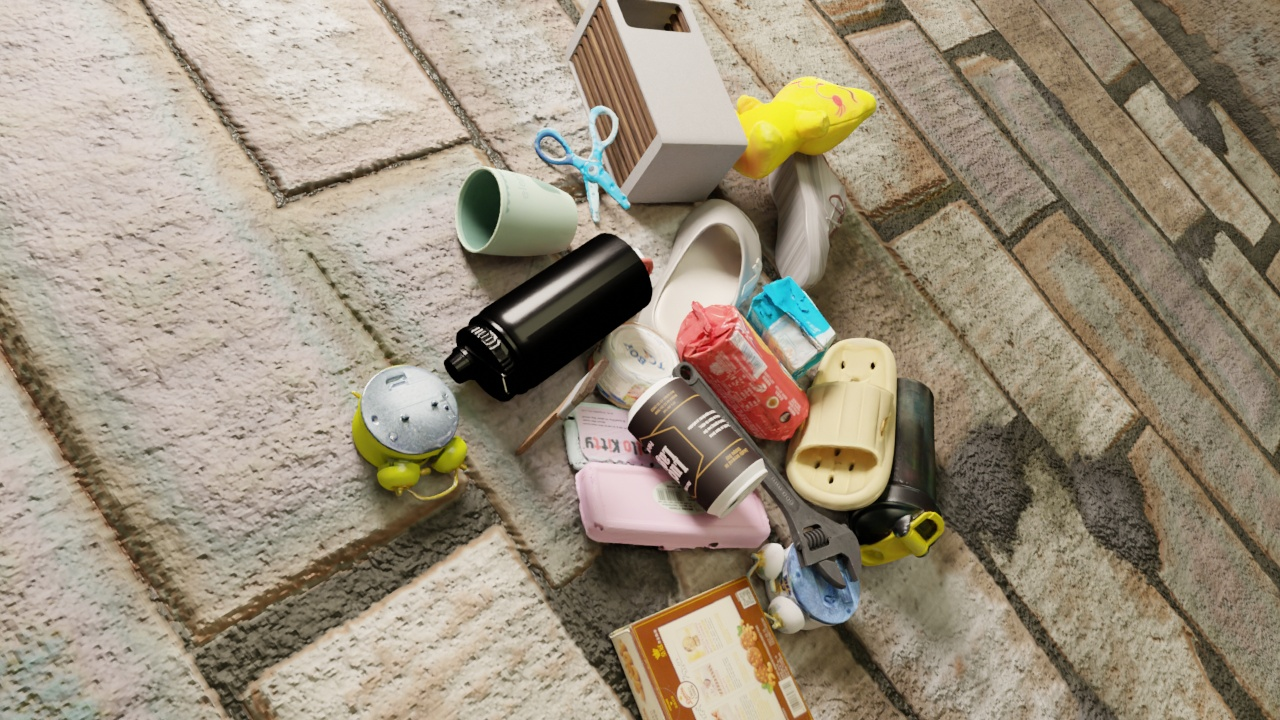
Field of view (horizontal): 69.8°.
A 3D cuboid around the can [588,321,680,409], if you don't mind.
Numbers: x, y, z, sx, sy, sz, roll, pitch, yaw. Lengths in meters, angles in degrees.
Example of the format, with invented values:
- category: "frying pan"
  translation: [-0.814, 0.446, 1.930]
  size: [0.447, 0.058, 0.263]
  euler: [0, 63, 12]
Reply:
- category: "can"
  translation: [-0.005, 0.005, 0.924]
  size: [0.086, 0.043, 0.086]
  euler: [20, 42, -19]

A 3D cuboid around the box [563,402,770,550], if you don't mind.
- category: "box"
  translation: [0.025, 0.110, 0.893]
  size: [0.201, 0.037, 0.152]
  euler: [8, 52, -29]

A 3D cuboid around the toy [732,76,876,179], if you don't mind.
- category: "toy"
  translation: [0.185, -0.281, 1.108]
  size: [0.193, 0.087, 0.134]
  euler: [-30, 39, -31]

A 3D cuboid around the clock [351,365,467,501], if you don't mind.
- category: "clock"
  translation: [-0.193, 0.062, 0.769]
  size: [0.083, 0.057, 0.119]
  euler: [-21, 75, -40]

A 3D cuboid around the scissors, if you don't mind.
- category: "scissors"
  translation: [-0.067, -0.216, 1.029]
  size: [0.118, 0.013, 0.140]
  euler: [-5, 86, -2]

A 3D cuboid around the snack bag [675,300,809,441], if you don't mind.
- category: "snack bag"
  translation: [0.106, 0.016, 0.955]
  size: [0.176, 0.083, 0.082]
  euler: [47, 46, -27]

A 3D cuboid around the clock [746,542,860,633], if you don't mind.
- category: "clock"
  translation: [0.157, 0.220, 0.901]
  size: [0.125, 0.052, 0.088]
  euler: [2, 63, -31]

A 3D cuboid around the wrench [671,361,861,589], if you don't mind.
- category: "wrench"
  translation: [0.122, 0.110, 0.899]
  size: [0.072, 0.018, 0.273]
  euler: [-36, 86, -38]

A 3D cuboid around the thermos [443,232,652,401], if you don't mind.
- category: "thermos"
  translation: [-0.088, -0.035, 0.860]
  size: [0.198, 0.086, 0.086]
  euler: [-37, 86, -29]

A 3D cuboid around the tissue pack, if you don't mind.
- category: "tissue pack"
  translation: [0.164, -0.033, 1.006]
  size: [0.061, 0.144, 0.093]
  euler: [-33, 80, -2]

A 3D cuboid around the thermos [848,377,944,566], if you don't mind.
- category: "thermos"
  translation: [0.287, 0.120, 1.018]
  size: [0.098, 0.098, 0.220]
  euler: [32, 47, -13]

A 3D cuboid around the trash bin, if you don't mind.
- category: "trash bin"
  translation: [0.014, -0.311, 1.078]
  size: [0.114, 0.115, 0.228]
  euler: [-7, 67, -31]

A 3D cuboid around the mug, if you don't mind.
- category: "mug"
  translation: [-0.129, -0.154, 0.931]
  size: [0.103, 0.084, 0.111]
  euler: [1, 34, -44]

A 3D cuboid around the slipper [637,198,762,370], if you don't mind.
- category: "slipper"
  translation: [0.083, -0.104, 1.028]
  size: [0.113, 0.081, 0.265]
  euler: [36, 50, -5]

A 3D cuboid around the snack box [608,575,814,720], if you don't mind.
- category: "snack box"
  translation: [0.063, 0.282, 0.811]
  size: [0.146, 0.041, 0.143]
  euler: [-12, 70, -37]

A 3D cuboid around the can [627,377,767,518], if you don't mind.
- category: "can"
  translation: [0.052, 0.080, 0.858]
  size: [0.128, 0.072, 0.071]
  euler: [45, 48, 16]

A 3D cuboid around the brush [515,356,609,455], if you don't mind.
- category: "brush"
  translation: [-0.074, 0.049, 0.795]
  size: [0.008, 0.143, 0.045]
  euler: [39, 41, -9]

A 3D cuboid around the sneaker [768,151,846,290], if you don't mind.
- category: "sneaker"
  translation: [0.222, -0.181, 1.152]
  size: [0.089, 0.099, 0.235]
  euler: [10, 55, -14]

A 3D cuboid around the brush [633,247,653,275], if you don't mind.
- category: "brush"
  translation: [-0.060, -0.087, 0.959]
  size: [0.172, 0.041, 0.030]
  euler: [-17, 56, -36]

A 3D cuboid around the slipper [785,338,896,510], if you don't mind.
- category: "slipper"
  translation: [0.222, 0.047, 1.004]
  size: [0.260, 0.111, 0.079]
  euler: [-65, 145, -45]
